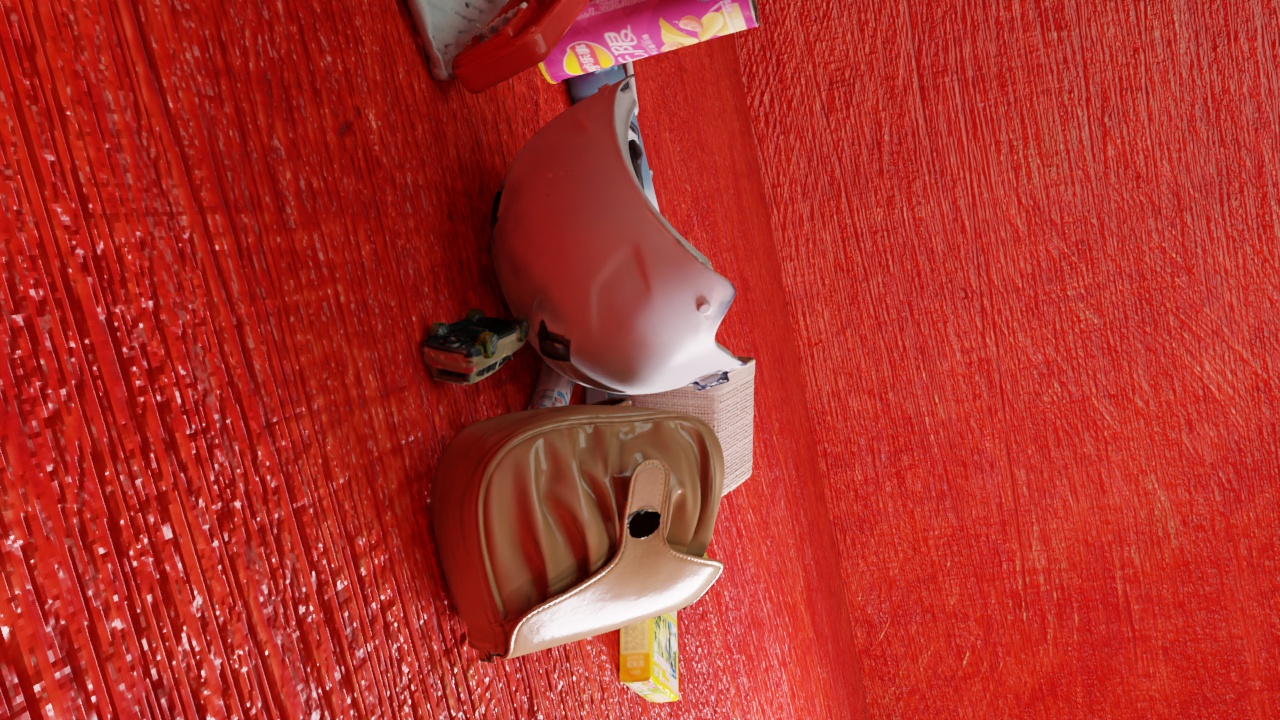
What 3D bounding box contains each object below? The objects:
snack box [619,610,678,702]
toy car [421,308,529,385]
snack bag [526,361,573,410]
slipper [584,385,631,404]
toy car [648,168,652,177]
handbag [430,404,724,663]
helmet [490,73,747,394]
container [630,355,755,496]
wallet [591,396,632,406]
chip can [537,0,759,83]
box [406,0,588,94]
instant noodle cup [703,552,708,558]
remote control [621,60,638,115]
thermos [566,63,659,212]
[{"bbox_3d":[0.009,0.238,0.856,0.087,0.034,0.140,58,25,-54],"label":"snack box"},{"bbox_3d":[-0.105,-0.011,0.595,0.090,0.042,0.035,-43,143,-67],"label":"toy car"},{"bbox_3d":[-0.070,0.030,0.724,0.104,0.026,0.048,-78,165,-54],"label":"snack bag"},{"bbox_3d":[-0.005,0.005,0.884,0.104,0.074,0.245,54,28,-59],"label":"slipper"},{"bbox_3d":[-0.020,-0.227,1.053,0.034,0.043,0.090,-65,149,-18],"label":"toy car"},{"bbox_3d":[-0.027,0.102,0.579,0.204,0.100,0.148,-2,93,-43],"label":"handbag"},{"bbox_3d":[-0.029,-0.068,0.692,0.259,0.146,0.229,68,-1,-79],"label":"helmet"},{"bbox_3d":[0.048,0.057,0.806,0.090,0.090,0.111,-21,111,-57],"label":"container"},{"bbox_3d":[-0.046,0.090,0.651,0.124,0.032,0.101,-21,104,-39],"label":"wallet"},{"bbox_3d":[0.003,-0.325,0.874,0.071,0.211,0.071,-9,89,-75],"label":"chip can"},{"bbox_3d":[-0.108,-0.284,0.695,0.101,0.095,0.201,59,25,-28],"label":"box"},{"bbox_3d":[-0.006,0.132,0.750,0.111,0.112,0.123,4,69,-74],"label":"instant noodle cup"},{"bbox_3d":[-0.037,-0.331,1.030,0.020,0.056,0.136,31,51,-72],"label":"remote control"},{"bbox_3d":[-0.025,-0.213,0.980,0.070,0.070,0.220,-56,133,-69],"label":"thermos"}]
